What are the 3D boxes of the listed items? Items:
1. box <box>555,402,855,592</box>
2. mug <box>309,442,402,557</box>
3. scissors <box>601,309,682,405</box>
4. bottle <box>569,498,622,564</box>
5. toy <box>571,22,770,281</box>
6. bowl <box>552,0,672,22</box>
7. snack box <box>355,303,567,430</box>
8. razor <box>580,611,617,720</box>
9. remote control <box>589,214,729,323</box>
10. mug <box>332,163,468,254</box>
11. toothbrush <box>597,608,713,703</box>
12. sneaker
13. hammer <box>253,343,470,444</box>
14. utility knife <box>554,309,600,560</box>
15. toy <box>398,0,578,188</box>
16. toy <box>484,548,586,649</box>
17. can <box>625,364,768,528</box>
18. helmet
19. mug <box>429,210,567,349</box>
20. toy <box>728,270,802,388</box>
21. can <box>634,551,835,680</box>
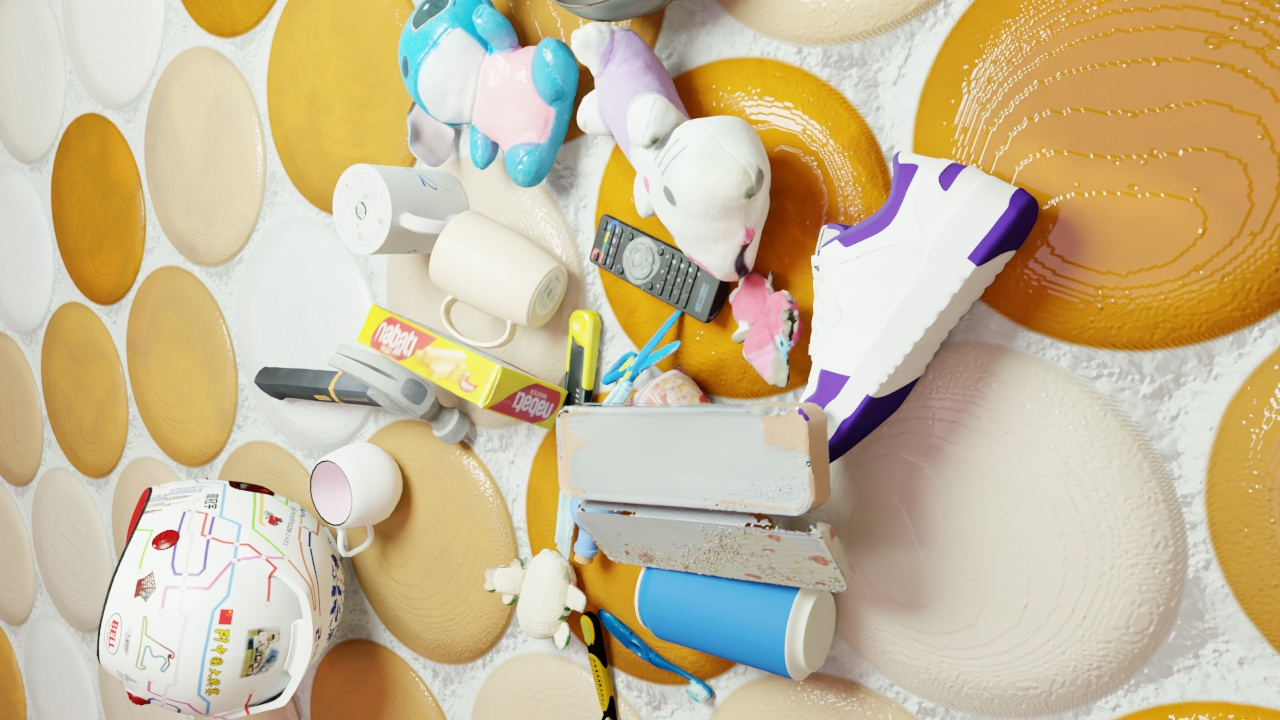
[{"bbox_3d":[0.040,0.099,0.670,0.217,0.071,0.157,-2,121,35],"label":"box"},{"bbox_3d":[-0.302,0.150,0.989,0.090,0.076,0.124,12,103,33],"label":"mug"},{"bbox_3d":[-0.006,0.007,0.757,0.014,0.130,0.126,39,146,-15],"label":"scissors"},{"bbox_3d":[-0.038,0.121,0.817,0.048,0.048,0.131,23,109,30],"label":"bottle"},{"bbox_3d":[0.027,-0.161,0.706,0.209,0.085,0.138,52,163,22],"label":"toy"},{"bbox_3d":[-0.001,-0.311,0.711,0.151,0.056,0.150,-18,53,26],"label":"bowl"},{"bbox_3d":[-0.169,0.004,0.848,0.201,0.092,0.042,22,88,38],"label":"snack box"},{"bbox_3d":[-0.036,0.303,0.856,0.044,0.021,0.144,-4,100,44],"label":"razor"},{"bbox_3d":[0.013,-0.079,0.771,0.140,0.021,0.045,31,112,33],"label":"remote control"},{"bbox_3d":[-0.215,-0.138,0.875,0.120,0.096,0.083,22,108,31],"label":"mug"},{"bbox_3d":[0.009,0.264,0.824,0.132,0.016,0.021,29,132,28],"label":"toothbrush"},{"bbox_3d":[0.154,-0.037,0.639,0.111,0.091,0.245,43,114,24],"label":"sneaker"},{"bbox_3d":[-0.323,0.032,0.984,0.313,0.139,0.035,1,56,44],"label":"hammer"},{"bbox_3d":[-0.060,0.070,0.838,0.029,0.020,0.234,12,101,36],"label":"utility knife"},{"bbox_3d":[-0.134,-0.258,0.801,0.191,0.098,0.225,35,129,20],"label":"toy"},{"bbox_3d":[-0.093,0.222,0.868,0.112,0.050,0.087,20,102,37],"label":"toy"},{"bbox_3d":[0.044,0.071,0.741,0.067,0.066,0.124,-47,70,30],"label":"can"},{"bbox_3d":[-0.450,0.254,1.014,0.315,0.235,0.231,26,105,64],"label":"helmet"},{"bbox_3d":[-0.131,-0.065,0.828,0.104,0.085,0.111,27,89,18],"label":"mug"},{"bbox_3d":[0.102,-0.030,0.701,0.102,0.050,0.066,-117,38,-55],"label":"toy"},{"bbox_3d":[0.075,0.197,0.730,0.146,0.078,0.079,6,100,34],"label":"can"}]
